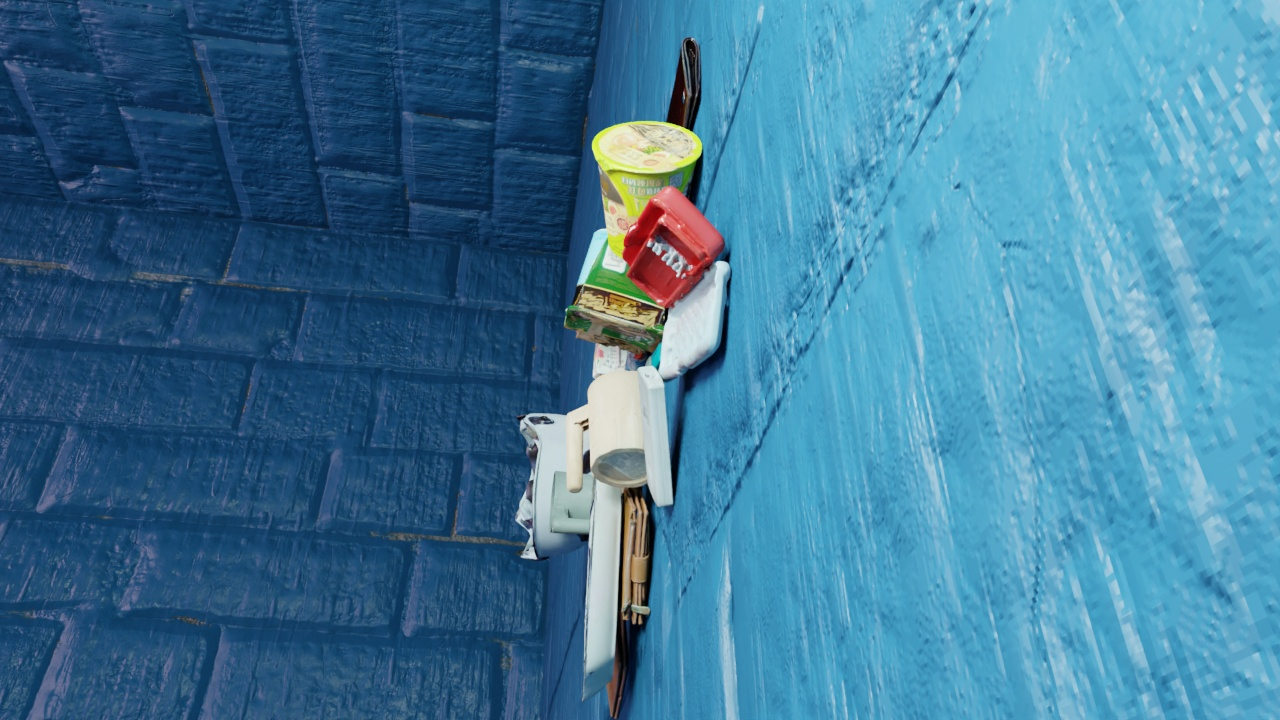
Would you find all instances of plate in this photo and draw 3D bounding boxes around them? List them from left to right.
[{"bbox_3d":[-0.045,0.256,1.066,0.162,0.034,0.265,108,165,-78],"label":"plate"}]

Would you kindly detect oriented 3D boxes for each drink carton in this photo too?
[{"bbox_3d":[-0.039,-0.034,1.371,0.046,0.053,0.122,137,138,-73],"label":"drink carton"}]

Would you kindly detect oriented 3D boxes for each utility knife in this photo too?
[{"bbox_3d":[0.015,0.002,1.087,0.185,0.013,0.029,120,154,-73],"label":"utility knife"}]

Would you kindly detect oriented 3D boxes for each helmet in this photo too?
[{"bbox_3d":[-0.113,0.194,1.423,0.259,0.145,0.229,-155,65,-76],"label":"helmet"}]

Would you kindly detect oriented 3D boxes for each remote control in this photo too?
[{"bbox_3d":[0.016,0.076,0.903,0.056,0.019,0.135,-120,23,-67],"label":"remote control"}]

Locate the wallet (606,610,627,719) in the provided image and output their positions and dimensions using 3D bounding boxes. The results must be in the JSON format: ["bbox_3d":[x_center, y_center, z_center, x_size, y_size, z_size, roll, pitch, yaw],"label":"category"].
[{"bbox_3d":[-0.033,0.380,1.175,0.115,0.020,0.101,-102,18,-59],"label":"wallet"}]

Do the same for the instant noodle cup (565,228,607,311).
[{"bbox_3d":[-0.039,-0.115,1.270,0.111,0.111,0.120,142,139,-80],"label":"instant noodle cup"}]

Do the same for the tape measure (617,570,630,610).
[{"bbox_3d":[-0.022,0.281,1.132,0.058,0.025,0.054,137,139,-80],"label":"tape measure"}]

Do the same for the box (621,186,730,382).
[{"bbox_3d":[0.034,-0.064,0.833,0.201,0.069,0.157,138,114,-77],"label":"box"}]

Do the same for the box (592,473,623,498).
[{"bbox_3d":[-0.043,0.118,1.205,0.086,0.075,0.162,-49,24,18],"label":"box"}]

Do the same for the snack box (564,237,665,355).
[{"bbox_3d":[-0.021,-0.079,1.086,0.118,0.118,0.105,121,163,-74],"label":"snack box"}]

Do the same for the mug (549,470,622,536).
[{"bbox_3d":[-0.068,0.202,1.235,0.124,0.103,0.084,-111,28,-72],"label":"mug"}]

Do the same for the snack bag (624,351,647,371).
[{"bbox_3d":[-0.007,0.007,1.202,0.105,0.026,0.045,102,161,-46],"label":"snack bag"}]

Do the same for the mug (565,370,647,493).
[{"bbox_3d":[-0.033,0.084,1.019,0.084,0.125,0.103,42,-148,-40],"label":"mug"}]

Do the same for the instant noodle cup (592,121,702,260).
[{"bbox_3d":[0.006,-0.171,0.968,0.111,0.111,0.124,-94,4,-50],"label":"instant noodle cup"}]

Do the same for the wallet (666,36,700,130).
[{"bbox_3d":[0.047,-0.284,1.032,0.122,0.020,0.096,103,169,-57],"label":"wallet"}]

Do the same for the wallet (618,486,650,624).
[{"bbox_3d":[-0.009,0.218,1.031,0.119,0.035,0.131,-130,43,-77],"label":"wallet"}]
